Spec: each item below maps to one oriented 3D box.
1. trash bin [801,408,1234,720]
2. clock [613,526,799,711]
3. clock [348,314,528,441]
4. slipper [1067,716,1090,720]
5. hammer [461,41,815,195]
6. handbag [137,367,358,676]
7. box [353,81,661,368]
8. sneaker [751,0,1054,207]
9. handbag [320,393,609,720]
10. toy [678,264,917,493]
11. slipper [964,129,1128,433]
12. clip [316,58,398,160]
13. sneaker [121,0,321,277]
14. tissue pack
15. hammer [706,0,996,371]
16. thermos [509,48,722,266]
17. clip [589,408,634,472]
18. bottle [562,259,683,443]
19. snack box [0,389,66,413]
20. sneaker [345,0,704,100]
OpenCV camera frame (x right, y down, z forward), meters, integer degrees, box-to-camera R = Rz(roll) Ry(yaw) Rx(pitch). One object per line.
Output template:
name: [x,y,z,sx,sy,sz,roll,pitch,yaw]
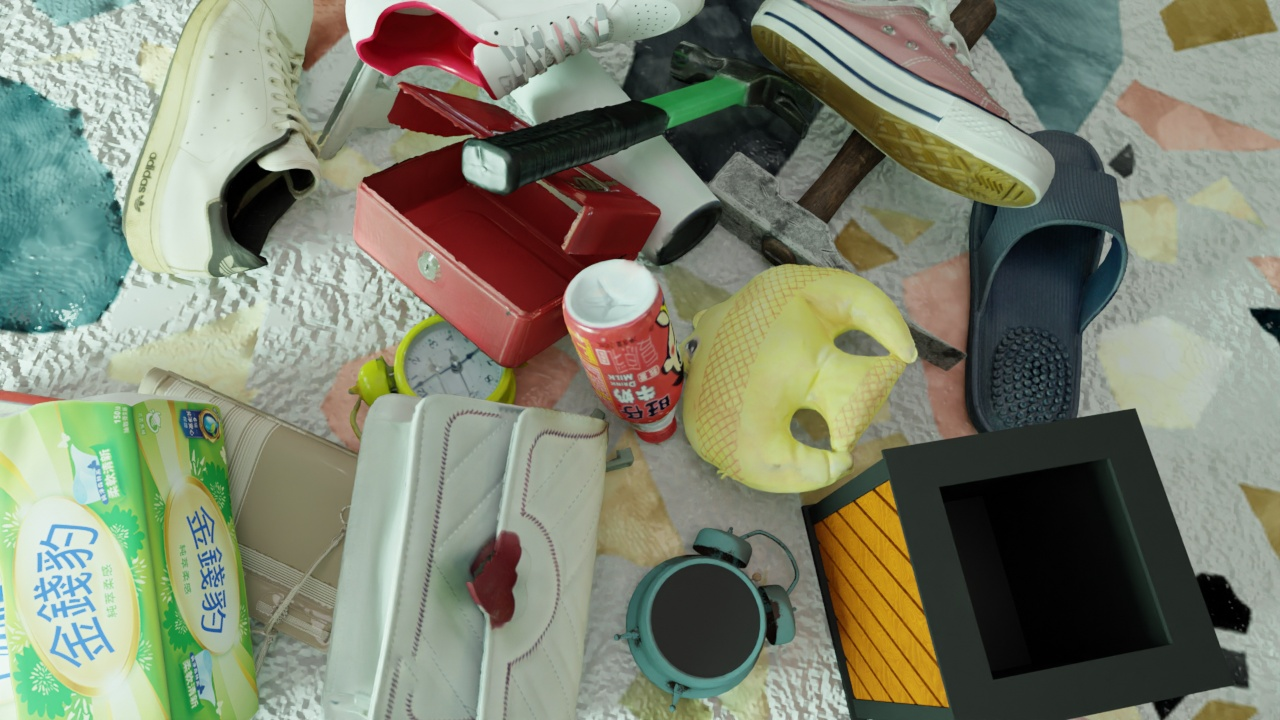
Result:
trash bin: [0.197,0.128,0.532,0.139,0.172,0.139,-8,72,-7]
clock: [0.048,0.156,0.576,0.124,0.053,0.090,-37,78,-18]
clock: [-0.133,0.020,0.604,0.118,0.057,0.083,-38,80,-21]
slipper: [0.196,0.262,0.543,0.221,0.056,0.106,0,83,-2]
hammer: [0.006,-0.155,0.583,0.130,0.032,0.317,27,35,22]
handbag: [-0.259,0.130,0.569,0.175,0.062,0.197,23,80,4]
box: [-0.089,-0.088,0.606,0.157,0.136,0.127,36,114,17]
sneaker: [0.192,-0.200,0.641,0.241,0.118,0.088,40,89,15]
handbag: [-0.090,0.123,0.525,0.141,0.096,0.198,11,80,-34]
toy: [0.091,0.006,0.612,0.155,0.064,0.170,23,71,29]
slipper: [0.290,-0.065,0.653,0.101,0.083,0.263,15,72,3]
clip: [-0.204,-0.195,0.675,0.043,0.102,0.054,47,31,8]
sneaker: [-0.265,-0.166,0.639,0.102,0.089,0.241,13,75,9]
tissue pack: [-0.305,0.123,0.494,0.141,0.120,0.197,-10,79,-1]
hammer: [0.219,-0.160,0.703,0.218,0.037,0.300,37,72,8]
thermos: [-0.036,-0.174,0.673,0.067,0.068,0.230,-36,77,-15]
clip: [-0.045,0.070,0.614,0.075,0.023,0.061,-32,75,-16]
bottle: [-0.003,0.003,0.579,0.062,0.138,0.061,-8,51,10]
snack box: [-0.405,0.135,0.544,0.113,0.060,0.236,8,71,-3]
sneaker: [-0.075,-0.220,0.604,0.236,0.090,0.104,2,74,-4]
